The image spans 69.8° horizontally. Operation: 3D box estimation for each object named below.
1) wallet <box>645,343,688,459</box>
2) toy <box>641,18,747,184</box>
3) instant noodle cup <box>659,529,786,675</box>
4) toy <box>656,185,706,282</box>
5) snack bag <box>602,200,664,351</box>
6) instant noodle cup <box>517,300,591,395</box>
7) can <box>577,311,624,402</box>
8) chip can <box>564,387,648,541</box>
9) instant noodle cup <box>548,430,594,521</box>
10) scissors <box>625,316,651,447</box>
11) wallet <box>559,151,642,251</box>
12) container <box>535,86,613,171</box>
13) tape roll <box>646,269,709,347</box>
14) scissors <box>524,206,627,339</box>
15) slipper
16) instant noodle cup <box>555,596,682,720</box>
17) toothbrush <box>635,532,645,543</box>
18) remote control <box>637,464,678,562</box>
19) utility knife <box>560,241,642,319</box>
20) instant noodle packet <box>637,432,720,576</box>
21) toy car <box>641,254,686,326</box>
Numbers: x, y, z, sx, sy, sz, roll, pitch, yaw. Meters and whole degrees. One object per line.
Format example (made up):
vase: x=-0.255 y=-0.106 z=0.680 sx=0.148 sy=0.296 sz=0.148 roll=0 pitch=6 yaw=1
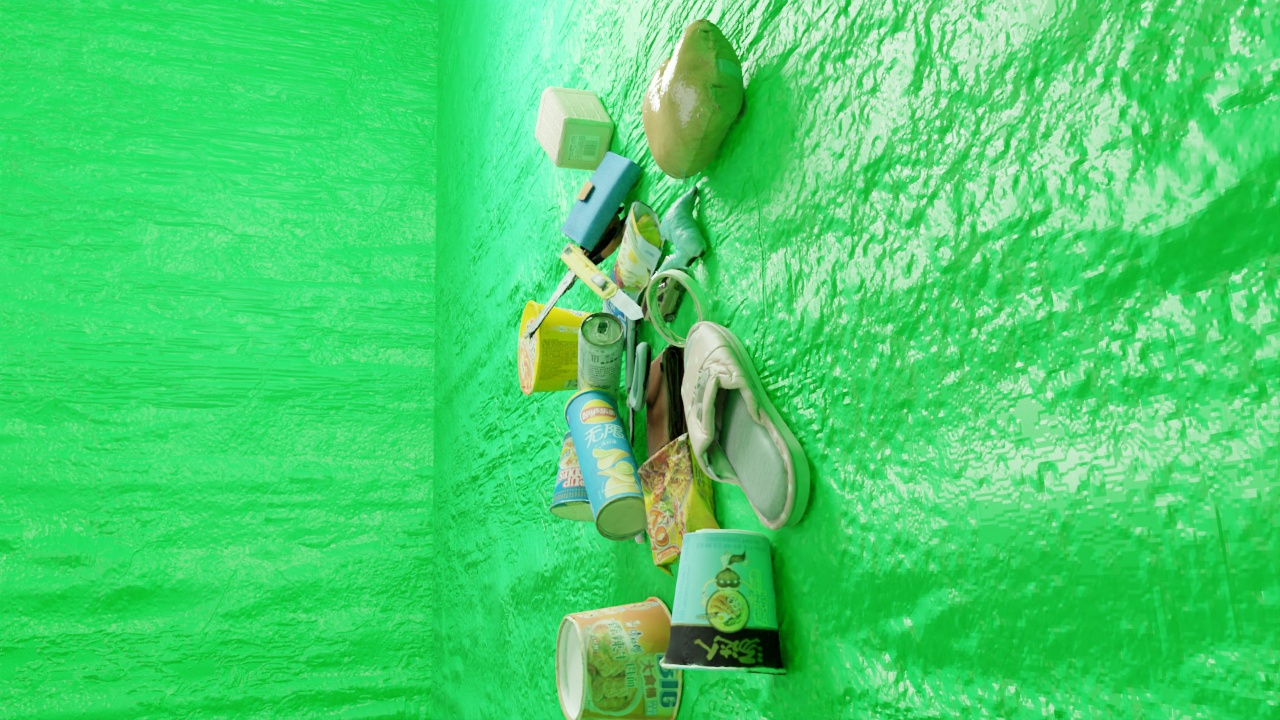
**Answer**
wallet: x=0.026 y=0.052 z=1.058 sx=0.101 sy=0.032 sz=0.124 roll=124 pitch=146 yaw=-63
toy: x=0.043 y=-0.262 z=0.991 sx=0.226 sy=0.082 sz=0.143 roll=155 pitch=121 yaw=-71
instant noodle cup: x=0.074 y=0.214 z=0.816 sx=0.111 sy=0.111 sz=0.120 roll=142 pitch=134 yaw=-65
toy: x=0.044 y=-0.135 z=1.017 sx=0.097 sy=0.030 sz=0.091 roll=-47 pitch=44 yaw=28
snack bag: x=-0.015 y=-0.103 z=1.185 sx=0.110 sy=0.038 sz=0.191 roll=63 pitch=147 yaw=34
instant noodle cup: x=-0.110 y=-0.016 z=1.327 sx=0.138 sy=0.109 sz=0.138 roll=-178 pitch=90 yaw=-70
can: x=-0.053 y=0.004 z=1.197 sx=0.147 sy=0.058 sz=0.058 roll=96 pitch=165 yaw=-52
chip can: x=-0.042 y=0.122 z=1.121 sx=0.210 sy=0.071 sz=0.071 roll=-112 pitch=31 yaw=-53
instant noodle cup: x=-0.072 y=0.152 z=1.239 sx=0.099 sy=0.099 sz=0.109 roll=129 pitch=146 yaw=-59
scissors: x=-0.007 y=0.007 z=1.105 sx=0.171 sy=0.019 sz=0.179 roll=99 pitch=169 yaw=-52
wallet: x=-0.055 y=-0.217 z=1.242 sx=0.133 sy=0.040 sz=0.106 roll=-57 pitch=27 yaw=6
container: x=-0.097 y=-0.340 z=1.361 sx=0.111 sy=0.089 sz=0.090 roll=-117 pitch=35 yaw=-49
tape roll: x=0.040 y=-0.056 z=1.002 sx=0.086 sy=0.013 sz=0.086 roll=28 pitch=130 yaw=39
scissors: x=-0.083 y=-0.116 z=1.239 sx=0.193 sy=0.015 sz=0.206 roll=-24 pitch=39 yaw=37
slipper: x=0.082 y=0.054 z=0.871 sx=0.274 sy=0.054 sz=0.114 roll=-116 pitch=34 yaw=-51
instant noodle cup: x=-0.030 y=0.353 z=1.062 sx=0.151 sy=0.111 sz=0.151 roll=-178 pitch=90 yaw=-70
toothbrush: x=-0.019 y=0.152 z=1.188 sx=0.021 sy=0.029 sz=0.189 roll=-31 pitch=51 yaw=21
remote control: x=0.017 y=0.177 z=1.084 sx=0.150 sy=0.021 sz=0.058 roll=-135 pitch=50 yaw=-63
utility knife: x=-0.051 y=-0.101 z=1.177 sx=0.031 sy=0.022 sz=0.219 roll=-45 pitch=48 yaw=0
instant noodle packet: x=0.040 y=0.154 z=0.974 sx=0.111 sy=0.044 sz=0.128 roll=-45 pitch=47 yaw=47
toy car: x=0.028 y=-0.081 z=1.064 sx=0.042 sy=0.035 sz=0.091 roll=-110 pitch=32 yaw=-42
